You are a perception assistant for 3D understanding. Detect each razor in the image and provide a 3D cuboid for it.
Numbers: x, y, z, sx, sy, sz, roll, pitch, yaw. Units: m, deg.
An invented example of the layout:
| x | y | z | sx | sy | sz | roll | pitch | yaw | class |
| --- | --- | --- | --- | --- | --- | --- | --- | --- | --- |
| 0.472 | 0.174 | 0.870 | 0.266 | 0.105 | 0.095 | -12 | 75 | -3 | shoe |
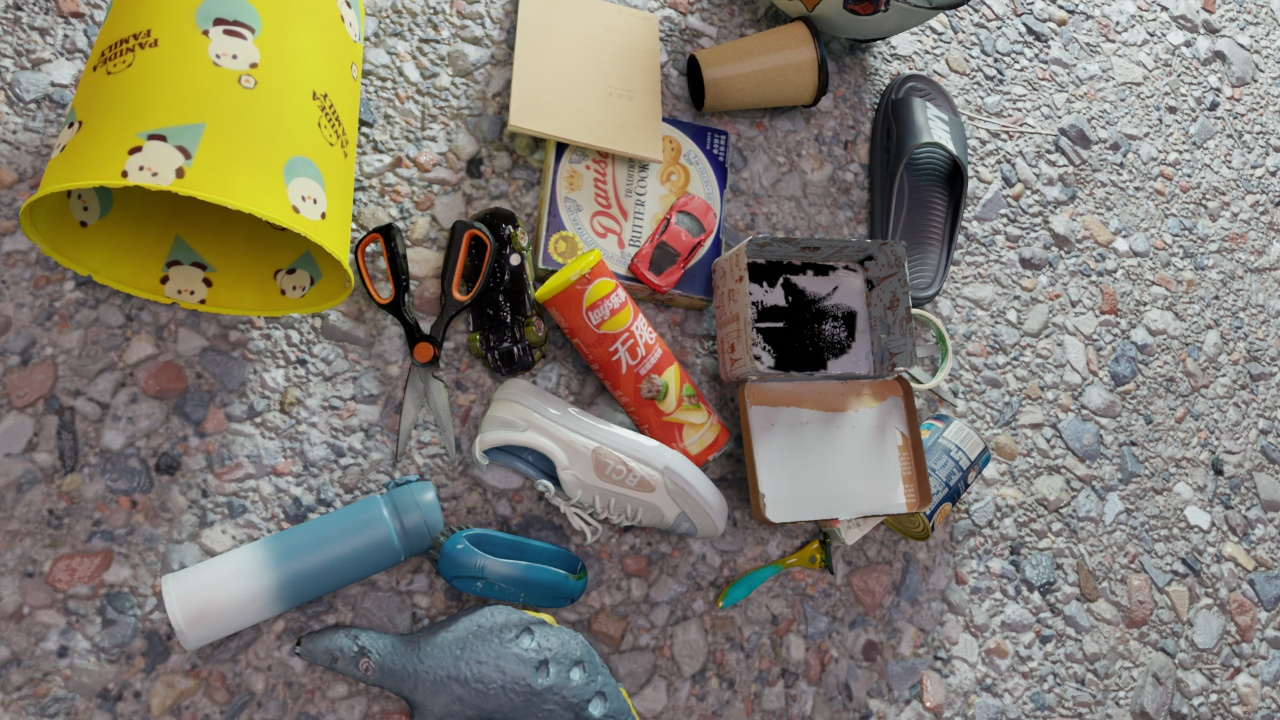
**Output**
| x | y | z | sx | sy | sz | roll | pitch | yaw | class |
| --- | --- | --- | --- | --- | --- | --- | --- | --- | --- |
| 0.127 | 0.205 | 0.873 | 0.132 | 0.028 | 0.043 | -20 | 116 | -21 | razor |

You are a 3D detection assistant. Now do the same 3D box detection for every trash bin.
| x | y | z | sx | sy | sz | roll | pitch | yaw | class |
| --- | --- | --- | --- | --- | --- | --- | --- | --- | --- |
| -0.332 | -0.193 | 0.736 | 0.229 | 0.230 | 0.255 | 7 | 71 | -14 | trash bin |

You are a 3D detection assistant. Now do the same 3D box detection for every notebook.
| x | y | z | sx | sy | sz | roll | pitch | yaw | class |
| --- | --- | --- | --- | --- | --- | --- | --- | --- | --- |
| -0.051 | -0.287 | 0.902 | 0.149 | 0.012 | 0.211 | 9 | 57 | -15 | notebook |

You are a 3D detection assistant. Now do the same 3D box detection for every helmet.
| x | y | z | sx | sy | sz | roll | pitch | yaw | class |
| --- | --- | --- | --- | --- | --- | --- | --- | --- | --- |
| 0.207 | -0.438 | 0.963 | 0.274 | 0.157 | 0.229 | 31 | 60 | -18 | helmet |

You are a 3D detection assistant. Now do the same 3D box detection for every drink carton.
| x | y | z | sx | sy | sz | roll | pitch | yaw | class |
| --- | --- | --- | --- | --- | --- | --- | --- | --- | --- |
| 0.182 | 0.117 | 0.898 | 0.053 | 0.046 | 0.122 | -32 | 88 | -18 | drink carton |

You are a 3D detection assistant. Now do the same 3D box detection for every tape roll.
| x | y | z | sx | sy | sz | roll | pitch | yaw | class |
| --- | --- | --- | --- | --- | --- | --- | --- | --- | --- |
| 0.287 | -0.011 | 0.960 | 0.085 | 0.014 | 0.085 | 4 | 78 | -21 | tape roll |

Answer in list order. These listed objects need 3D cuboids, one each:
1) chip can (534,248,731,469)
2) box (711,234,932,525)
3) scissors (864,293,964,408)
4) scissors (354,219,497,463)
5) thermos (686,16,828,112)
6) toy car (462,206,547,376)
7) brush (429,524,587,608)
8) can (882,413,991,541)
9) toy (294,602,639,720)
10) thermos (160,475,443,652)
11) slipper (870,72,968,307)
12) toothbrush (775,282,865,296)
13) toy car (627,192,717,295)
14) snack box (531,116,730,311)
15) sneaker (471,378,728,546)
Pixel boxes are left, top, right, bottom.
| x | y | z | sx | sy | sz | roll | pitch | yaw | class |
| --- | --- | --- | --- | --- | --- | --- | --- | --- | --- |
| -0.005 | 0.005 | 0.834 | 0.073 | 0.073 | 0.216 | -40 | 103 | -19 | chip can |
| 0.169 | 0.019 | 0.854 | 0.177 | 0.082 | 0.260 | -1 | 79 | -19 | box |
| 0.267 | -0.003 | 0.964 | 0.159 | 0.014 | 0.181 | -42 | 93 | -20 | scissors |
| -0.201 | -0.027 | 0.827 | 0.204 | 0.021 | 0.224 | 31 | 89 | 8 | scissors |
| 0.124 | -0.300 | 0.952 | 0.143 | 0.093 | 0.093 | -14 | 82 | -9 | thermos |
| -0.126 | -0.064 | 0.844 | 0.070 | 0.042 | 0.158 | -12 | 81 | 18 | toy car |
| -0.102 | 0.177 | 0.771 | 0.143 | 0.074 | 0.055 | 22 | 80 | -35 | brush |
| 0.287 | 0.114 | 0.912 | 0.111 | 0.075 | 0.075 | -43 | 92 | -20 | can |
| -0.108 | 0.278 | 0.768 | 0.356 | 0.091 | 0.138 | 26 | 101 | -8 | toy |
| -0.269 | 0.162 | 0.754 | 0.220 | 0.070 | 0.070 | -21 | 85 | -19 | thermos |
| 0.310 | -0.191 | 0.981 | 0.110 | 0.083 | 0.267 | 12 | 77 | -15 | slipper |
| 0.171 | -0.080 | 0.940 | 0.190 | 0.017 | 0.015 | 11 | 73 | -6 | toothbrush |
| 0.034 | -0.113 | 0.866 | 0.049 | 0.031 | 0.106 | 38 | 71 | -7 | toy car |
| -0.007 | -0.153 | 0.902 | 0.182 | 0.046 | 0.177 | 9 | 77 | -14 | snack box |
| -0.036 | 0.110 | 0.812 | 0.242 | 0.090 | 0.090 | 28 | 57 | -4 | sneaker |
